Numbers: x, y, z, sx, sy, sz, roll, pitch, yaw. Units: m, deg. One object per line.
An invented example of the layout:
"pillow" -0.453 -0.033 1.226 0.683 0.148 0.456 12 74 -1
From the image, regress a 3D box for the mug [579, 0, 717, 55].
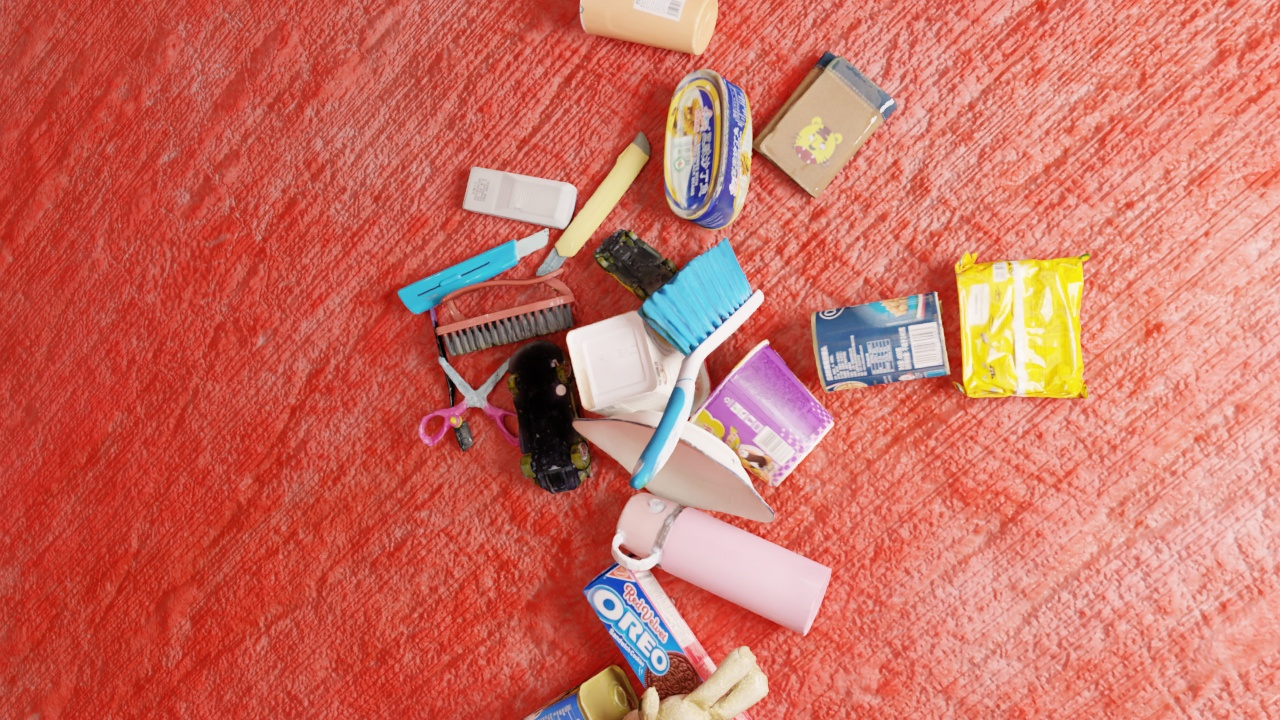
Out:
"mug" 0.011 -0.351 0.915 0.123 0.078 0.078 21 94 16

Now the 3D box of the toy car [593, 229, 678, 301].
"toy car" -0.002 -0.091 0.914 0.048 0.032 0.105 -43 55 -9

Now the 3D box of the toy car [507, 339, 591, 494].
"toy car" -0.092 0.057 0.940 0.070 0.042 0.158 -13 83 18

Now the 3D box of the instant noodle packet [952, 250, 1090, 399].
"instant noodle packet" 0.328 -0.031 0.793 0.111 0.044 0.128 0 90 13

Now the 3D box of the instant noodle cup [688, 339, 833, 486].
"instant noodle cup" 0.114 0.053 0.838 0.099 0.111 0.112 42 100 8

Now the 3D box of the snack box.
"snack box" 0.028 0.284 0.874 0.057 0.058 0.207 -38 75 10

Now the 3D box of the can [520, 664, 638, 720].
"can" -0.060 0.343 0.878 0.083 0.102 0.057 -32 77 17

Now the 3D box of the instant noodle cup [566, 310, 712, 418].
"instant noodle cup" -0.005 0.005 0.868 0.117 0.124 0.116 -17 81 17

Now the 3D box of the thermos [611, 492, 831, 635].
"thermos" 0.069 0.189 0.851 0.199 0.087 0.067 21 127 18

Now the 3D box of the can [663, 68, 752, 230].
"can" 0.064 -0.203 0.887 0.075 0.049 0.148 0 84 36

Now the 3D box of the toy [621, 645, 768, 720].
"toy" 0.041 0.309 0.809 0.157 0.066 0.105 -36 118 7

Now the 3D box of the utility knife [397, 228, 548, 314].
"utility knife" -0.178 -0.098 0.989 0.182 0.018 0.034 -24 78 9

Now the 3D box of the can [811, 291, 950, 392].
"can" 0.215 -0.016 0.816 0.111 0.075 0.075 -9 83 19

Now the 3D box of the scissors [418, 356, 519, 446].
"scissors" -0.176 0.048 0.976 0.134 0.017 0.133 43 87 9

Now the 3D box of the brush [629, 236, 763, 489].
"brush" 0.036 -0.010 0.775 0.109 0.313 0.061 50 127 0

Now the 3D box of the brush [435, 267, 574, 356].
"brush" -0.137 -0.052 0.952 0.146 0.063 0.069 -12 95 18

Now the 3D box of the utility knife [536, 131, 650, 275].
"utility knife" -0.048 -0.157 0.950 0.031 0.019 0.183 42 94 22

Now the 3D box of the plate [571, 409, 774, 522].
"plate" 0.033 0.087 0.827 0.164 0.164 0.034 2 58 48

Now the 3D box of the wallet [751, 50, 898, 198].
"wallet" 0.172 -0.224 0.870 0.090 0.033 0.115 45 105 16

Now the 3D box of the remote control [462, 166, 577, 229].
"remote control" -0.130 -0.174 0.979 0.125 0.024 0.049 13 90 21

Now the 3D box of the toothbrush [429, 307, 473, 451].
"toothbrush" -0.210 0.007 1.001 0.017 0.014 0.189 -17 80 10
